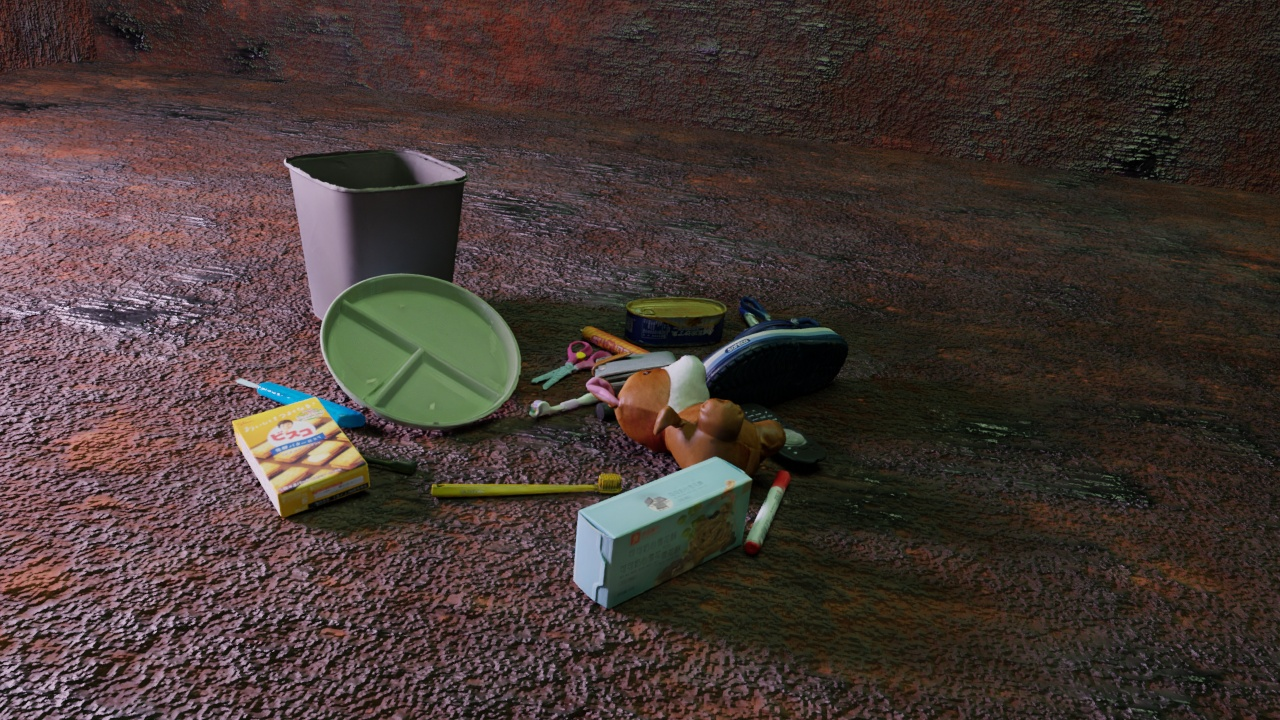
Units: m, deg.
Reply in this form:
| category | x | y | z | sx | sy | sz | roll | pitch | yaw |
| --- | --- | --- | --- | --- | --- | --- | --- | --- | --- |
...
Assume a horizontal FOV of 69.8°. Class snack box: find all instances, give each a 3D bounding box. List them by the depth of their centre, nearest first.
| category | x | y | z | sx | sy | sz | roll | pitch | yaw |
| --- | --- | --- | --- | --- | --- | --- | --- | --- | --- |
| snack box | 0.022 | 0.150 | 0.819 | 0.174 | 0.074 | 0.052 | -16 | 33 | -39 |
| snack box | -0.335 | 0.092 | 0.902 | 0.086 | 0.034 | 0.140 | -18 | 36 | -32 |

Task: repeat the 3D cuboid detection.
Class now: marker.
| category | x | y | z | sx | sy | sz | roll | pitch | yaw |
| --- | --- | --- | --- | --- | --- | --- | --- | --- | --- |
| marker | 0.127 | 0.149 | 0.915 | 0.017 | 0.017 | 0.144 | 13 | 25 | 17 |
| marker | 0.007 | 0.050 | 1.102 | 0.131 | 0.022 | 0.020 | -11 | 36 | -30 |
| marker | 0.172 | -0.050 | 1.367 | 0.017 | 0.017 | 0.145 | 1 | 25 | -10 |

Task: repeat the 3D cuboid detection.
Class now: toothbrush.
| category | x | y | z | sx | sy | sz | roll | pitch | yaw |
| --- | --- | --- | --- | --- | --- | --- | --- | --- | --- |
| toothbrush | -0.111 | 0.125 | 0.915 | 0.190 | 0.017 | 0.015 | 0 | 24 | -12 |
| toothbrush | -0.318 | 0.093 | 0.948 | 0.186 | 0.012 | 0.017 | 10 | 19 | 10 |
| toothbrush | -0.052 | 0.040 | 1.115 | 0.189 | 0.029 | 0.020 | -14 | 73 | -39 |

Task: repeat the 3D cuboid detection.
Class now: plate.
| category | x | y | z | sx | sy | sz | roll | pitch | yaw |
| --- | --- | --- | --- | --- | --- | --- | --- | --- | --- |
| plate | -0.253 | -0.011 | 1.066 | 0.230 | 0.028 | 0.229 | 15 | 45 | -16 |

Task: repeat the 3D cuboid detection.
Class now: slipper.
| category | x | y | z | sx | sy | sz | roll | pitch | yaw |
| --- | --- | --- | --- | --- | --- | --- | --- | --- | --- |
| slipper | 0.159 | -0.006 | 1.155 | 0.252 | 0.105 | 0.095 | -11 | 36 | -37 |

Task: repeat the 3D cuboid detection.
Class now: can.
| category | x | y | z | sx | sy | sz | roll | pitch | yaw |
| --- | --- | --- | --- | --- | --- | --- | --- | --- | --- |
| can | 0.050 | -0.055 | 1.312 | 0.148 | 0.049 | 0.074 | -3 | 25 | -18 |

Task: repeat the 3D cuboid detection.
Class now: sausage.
| category | x | y | z | sx | sy | sz | roll | pitch | yaw |
| --- | --- | --- | --- | --- | --- | --- | --- | --- | --- |
| sausage | -0.022 | -0.015 | 1.241 | 0.165 | 0.021 | 0.021 | 24 | 30 | 36 |

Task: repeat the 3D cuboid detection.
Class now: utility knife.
| category | x | y | z | sx | sy | sz | roll | pitch | yaw |
| --- | --- | --- | --- | --- | --- | --- | --- | --- | --- |
| utility knife | -0.390 | 0.044 | 1.033 | 0.186 | 0.018 | 0.034 | 16 | 11 | 24 |

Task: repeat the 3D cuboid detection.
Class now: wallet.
| category | x | y | z | sx | sy | sz | roll | pitch | yaw |
| --- | --- | --- | --- | --- | --- | --- | --- | --- | --- |
| wallet | -0.007 | 0.007 | 1.124 | 0.106 | 0.037 | 0.129 | -5 | 7 | -1 |

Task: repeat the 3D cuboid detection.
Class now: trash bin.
| category | x | y | z | sx | sy | sz | roll | pitch | yaw |
| --- | --- | --- | --- | --- | --- | --- | --- | --- | --- |
| trash bin | -0.353 | -0.159 | 1.246 | 0.198 | 0.220 | 0.199 | -17 | 32 | -39 |

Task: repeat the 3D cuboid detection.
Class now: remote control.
| category | x | y | z | sx | sy | sz | roll | pitch | yaw |
| --- | --- | --- | --- | --- | --- | --- | --- | --- | --- |
| remote control | 0.156 | 0.088 | 1.048 | 0.053 | 0.024 | 0.136 | -8 | 28 | -31 |

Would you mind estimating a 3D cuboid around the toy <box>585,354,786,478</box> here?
| category | x | y | z | sx | sy | sz | roll | pitch | yaw |
| --- | --- | --- | --- | --- | --- | --- | --- | --- | --- |
| toy | 0.047 | 0.058 | 0.982 | 0.200 | 0.130 | 0.140 | 17 | -7 | 46 |

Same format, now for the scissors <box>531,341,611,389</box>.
| category | x | y | z | sx | sy | sz | roll | pitch | yaw |
| --- | --- | --- | --- | --- | --- | --- | --- | --- | --- |
| scissors | -0.083 | 0.013 | 1.178 | 0.077 | 0.017 | 0.137 | 23 | 33 | 16 |

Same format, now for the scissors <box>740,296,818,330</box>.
| category | x | y | z | sx | sy | sz | roll | pitch | yaw |
| --- | --- | --- | --- | --- | --- | --- | --- | --- | --- |
| scissors | 0.201 | -0.057 | 1.366 | 0.175 | 0.012 | 0.162 | -3 | 30 | -39 |
